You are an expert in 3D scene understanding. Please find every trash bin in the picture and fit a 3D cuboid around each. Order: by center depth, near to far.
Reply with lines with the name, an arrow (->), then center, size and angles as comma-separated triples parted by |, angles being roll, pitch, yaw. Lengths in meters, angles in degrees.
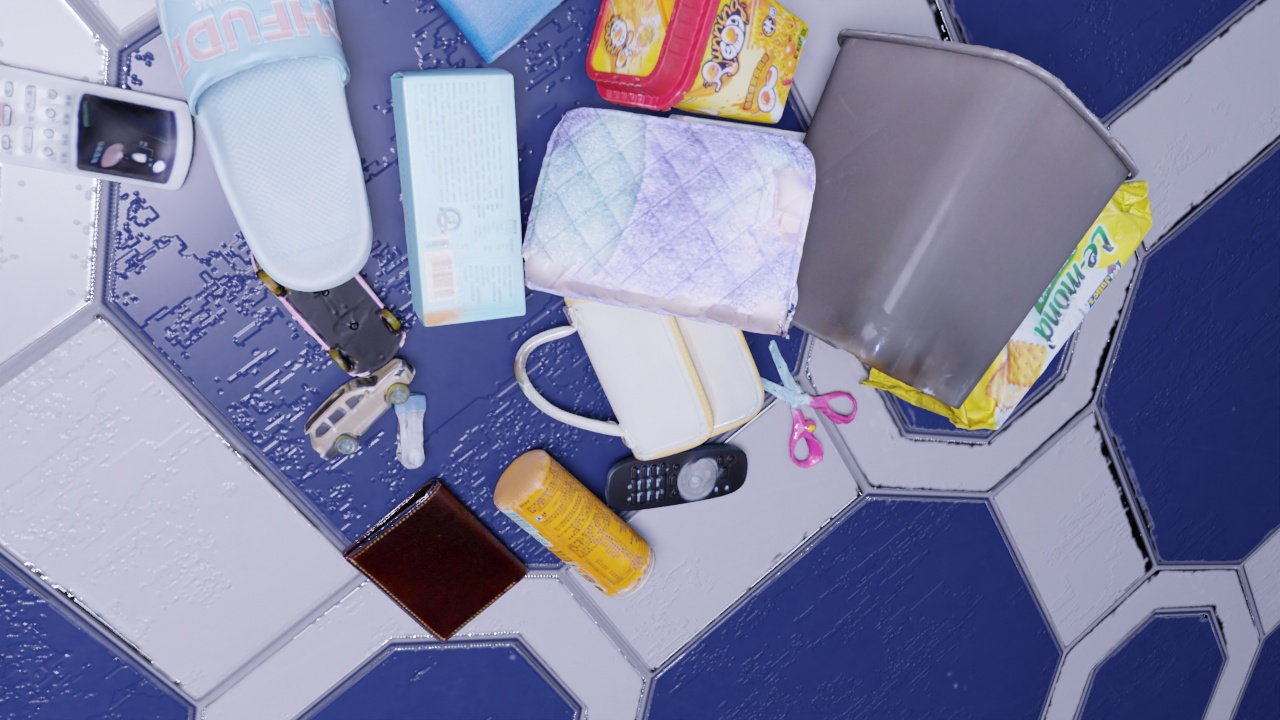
trash bin -> 0.212, -0.101, 0.699 | 0.198, 0.199, 0.220 | 20, 100, -39

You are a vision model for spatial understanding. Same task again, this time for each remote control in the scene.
remote control -> -0.353, -0.143, 0.555 | 0.150, 0.021, 0.058 | 6, 104, -24
remote control -> 0.030, 0.100, 0.798 | 0.136, 0.024, 0.053 | -5, 107, -23

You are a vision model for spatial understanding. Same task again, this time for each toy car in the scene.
toy car -> -0.216, -0.043, 0.638 | 0.056, 0.037, 0.122 | -40, 119, -11
toy car -> -0.202, 0.032, 0.665 | 0.090, 0.042, 0.035 | -42, 116, -6

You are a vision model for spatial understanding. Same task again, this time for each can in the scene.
can -> -0.052, 0.137, 0.755 | 0.058, 0.058, 0.146 | -46, 118, -4

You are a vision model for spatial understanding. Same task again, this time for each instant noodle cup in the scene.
instant noodle cup -> 0.044, -0.226, 0.657 | 0.123, 0.116, 0.116 | 10, 102, -38

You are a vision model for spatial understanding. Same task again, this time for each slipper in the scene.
slipper -> -0.226, -0.162, 0.560 | 0.104, 0.074, 0.245 | -15, 101, -16

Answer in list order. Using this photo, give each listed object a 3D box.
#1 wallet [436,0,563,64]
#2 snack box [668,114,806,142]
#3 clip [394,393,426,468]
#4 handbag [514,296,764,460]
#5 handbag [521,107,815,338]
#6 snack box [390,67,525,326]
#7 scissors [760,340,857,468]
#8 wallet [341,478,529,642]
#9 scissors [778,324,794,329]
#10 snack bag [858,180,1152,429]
wallet -> -0.105, -0.284, 0.608 | 0.106, 0.040, 0.133 | -41, 118, 3
snack box -> 0.089, -0.145, 0.736 | 0.156, 0.027, 0.085 | 0, 106, -28
clip -> -0.175, 0.053, 0.697 | 0.024, 0.029, 0.057 | 0, 99, -26
handbag -> -0.004, 0.004, 0.730 | 0.178, 0.063, 0.163 | -25, 110, -5
handbag -> 0.023, -0.098, 0.651 | 0.194, 0.075, 0.134 | 12, 81, 10
snack box -> -0.127, -0.114, 0.646 | 0.074, 0.051, 0.175 | -9, 111, -22
scissors -> 0.150, 0.032, 0.836 | 0.105, 0.017, 0.136 | -30, 112, -11
wallet -> -0.162, 0.164, 0.739 | 0.096, 0.020, 0.122 | -39, 119, -2
scissors -> 0.069, -0.063, 0.769 | 0.159, 0.014, 0.173 | 2, 104, -24
snack bag -> 0.303, -0.058, 0.793 | 0.068, 0.158, 0.246 | 38, 89, -22
